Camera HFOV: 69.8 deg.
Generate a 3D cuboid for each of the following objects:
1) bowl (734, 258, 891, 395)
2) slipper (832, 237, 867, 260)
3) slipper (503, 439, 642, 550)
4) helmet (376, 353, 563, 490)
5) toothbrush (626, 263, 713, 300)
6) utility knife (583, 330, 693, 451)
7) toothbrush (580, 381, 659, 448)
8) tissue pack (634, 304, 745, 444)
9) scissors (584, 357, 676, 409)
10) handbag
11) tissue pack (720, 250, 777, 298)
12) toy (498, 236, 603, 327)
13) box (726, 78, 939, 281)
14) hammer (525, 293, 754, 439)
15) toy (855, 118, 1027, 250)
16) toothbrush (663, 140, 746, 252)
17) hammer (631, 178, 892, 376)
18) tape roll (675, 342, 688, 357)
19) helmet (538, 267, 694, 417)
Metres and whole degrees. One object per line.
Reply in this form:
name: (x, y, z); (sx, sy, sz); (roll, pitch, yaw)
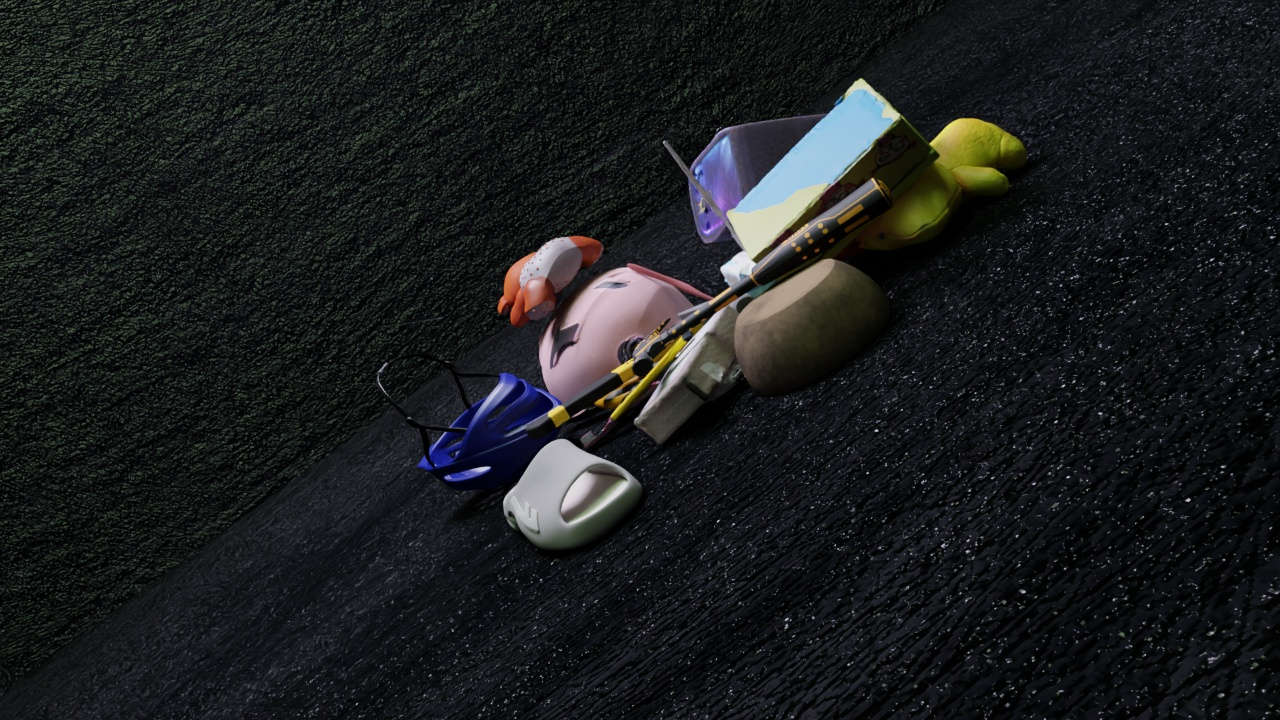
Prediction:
bowl: (0.163, -0.040, 0.923); (0.162, 0.070, 0.162); (-34, 12, 8)
slipper: (0.279, -0.201, 1.140); (0.248, 0.059, 0.103); (-34, 45, -28)
slipper: (-0.095, 0.128, 0.959); (0.112, 0.080, 0.266); (-36, 11, -21)
helmet: (-0.228, 0.068, 1.210); (0.242, 0.227, 0.147); (-29, 23, 31)
toothbrush: (0.062, -0.104, 1.291); (0.015, 0.184, 0.015); (-42, -31, -50)
utility knife: (-0.009, 0.044, 1.093); (0.219, 0.019, 0.030); (-51, -9, 20)
toothbrush: (-0.024, 0.065, 1.164); (0.134, 0.016, 0.022); (-40, 10, -21)
tissue pack: (0.070, 0.015, 1.014); (0.104, 0.071, 0.180); (-46, 1, 34)
scissors: (-0.039, 0.045, 1.223); (0.133, 0.016, 0.229); (-37, 9, -37)
handbag: (0.186, -0.246, 1.296); (0.204, 0.125, 0.222); (-10, -8, -9)
tissue pack: (0.175, -0.127, 1.233); (0.112, 0.070, 0.182); (-33, 11, 2)
toy: (-0.143, -0.118, 1.369); (0.163, 0.093, 0.173); (-53, 21, -23)
box: (0.211, -0.195, 1.031); (0.221, 0.082, 0.124); (-44, 33, 19)
hammer: (-0.007, 0.007, 1.169); (0.324, 0.034, 0.170); (-33, 10, -17)
toy: (0.336, -0.200, 1.037); (0.193, 0.087, 0.135); (-39, 16, -17)
toothbrush: (0.088, -0.213, 1.190); (0.010, 0.181, 0.010); (-44, 15, -18)
hammer: (0.122, -0.088, 0.972); (0.321, 0.036, 0.123); (-34, 11, 17)
tape roll: (0.085, -0.029, 1.237); (0.093, 0.013, 0.093); (-34, 11, 8)
helmet: (-0.052, -0.038, 1.352); (0.255, 0.152, 0.230); (-44, 17, -12)
